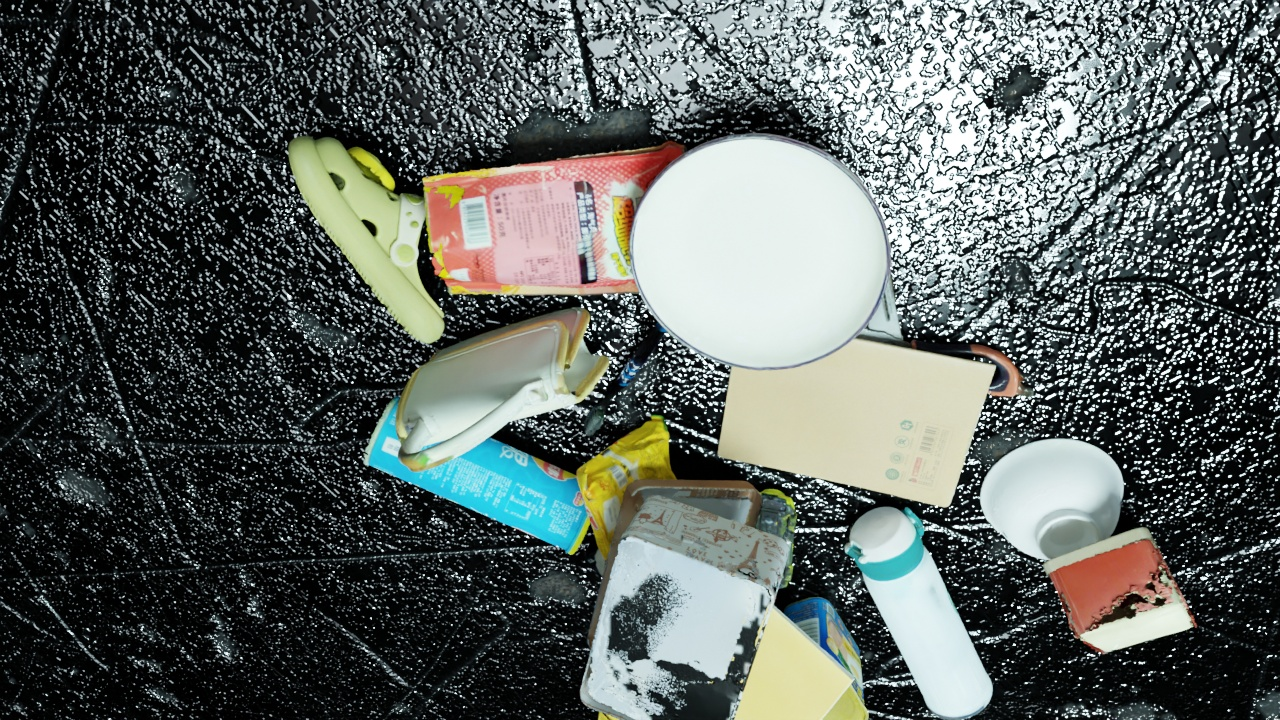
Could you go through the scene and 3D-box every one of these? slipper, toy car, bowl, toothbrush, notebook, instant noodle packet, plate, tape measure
[{"bbox_3d":[-0.207,-0.105,0.746,0.081,0.092,0.190,-36,103,-15],"label":"slipper"},{"bbox_3d":[0.121,0.167,0.861,0.048,0.032,0.105,7,117,15],"label":"toy car"},{"bbox_3d":[0.359,0.133,0.786,0.118,0.064,0.118,4,119,7],"label":"bowl"},{"bbox_3d":[-0.005,0.005,0.792,0.014,0.016,0.190,25,127,-16],"label":"toothbrush"},{"bbox_3d":[0.085,0.277,0.875,0.206,0.010,0.146,39,117,24],"label":"notebook"},{"bbox_3d":[-0.006,0.127,0.827,0.044,0.110,0.128,16,131,44],"label":"instant noodle packet"},{"bbox_3d":[0.176,0.045,0.784,0.208,0.008,0.148,12,122,11],"label":"notebook"},{"bbox_3d":[0.088,-0.082,0.687,0.192,0.038,0.193,8,125,11],"label":"plate"},{"bbox_3d":[-0.012,0.188,0.896,0.066,0.033,0.066,36,120,-11],"label":"tape measure"}]

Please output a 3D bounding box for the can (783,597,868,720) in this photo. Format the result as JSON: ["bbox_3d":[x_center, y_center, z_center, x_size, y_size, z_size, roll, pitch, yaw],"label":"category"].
[{"bbox_3d":[0.179,0.296,0.897,0.057,0.083,0.102,-24,113,20],"label":"can"}]

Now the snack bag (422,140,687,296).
[{"bbox_3d":[-0.061,-0.104,0.727,0.208,0.073,0.129,-5,125,3],"label":"snack bag"}]

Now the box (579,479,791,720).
[{"bbox_3d":[0.038,0.200,0.792,0.150,0.165,0.182,19,113,13],"label":"box"}]

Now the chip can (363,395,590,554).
[{"bbox_3d":[-0.144,0.106,0.851,0.210,0.071,0.071,24,120,-4],"label":"chip can"}]

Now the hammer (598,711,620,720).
[{"bbox_3d":[0.045,0.322,0.964,0.129,0.032,0.301,18,121,-2],"label":"hammer"}]

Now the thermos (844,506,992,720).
[{"bbox_3d":[0.263,0.234,0.860,0.073,0.073,0.224,-21,113,20],"label":"thermos"}]

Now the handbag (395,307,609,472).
[{"bbox_3d":[-0.123,0.025,0.740,0.164,0.178,0.063,-17,110,19],"label":"handbag"}]

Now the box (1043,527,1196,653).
[{"bbox_3d":[0.407,0.203,0.764,0.091,0.078,0.168,-28,147,22],"label":"box"}]

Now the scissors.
[{"bbox_3d":[0.215,0.006,0.768,0.225,0.015,0.189,23,120,-2],"label":"scissors"}]
